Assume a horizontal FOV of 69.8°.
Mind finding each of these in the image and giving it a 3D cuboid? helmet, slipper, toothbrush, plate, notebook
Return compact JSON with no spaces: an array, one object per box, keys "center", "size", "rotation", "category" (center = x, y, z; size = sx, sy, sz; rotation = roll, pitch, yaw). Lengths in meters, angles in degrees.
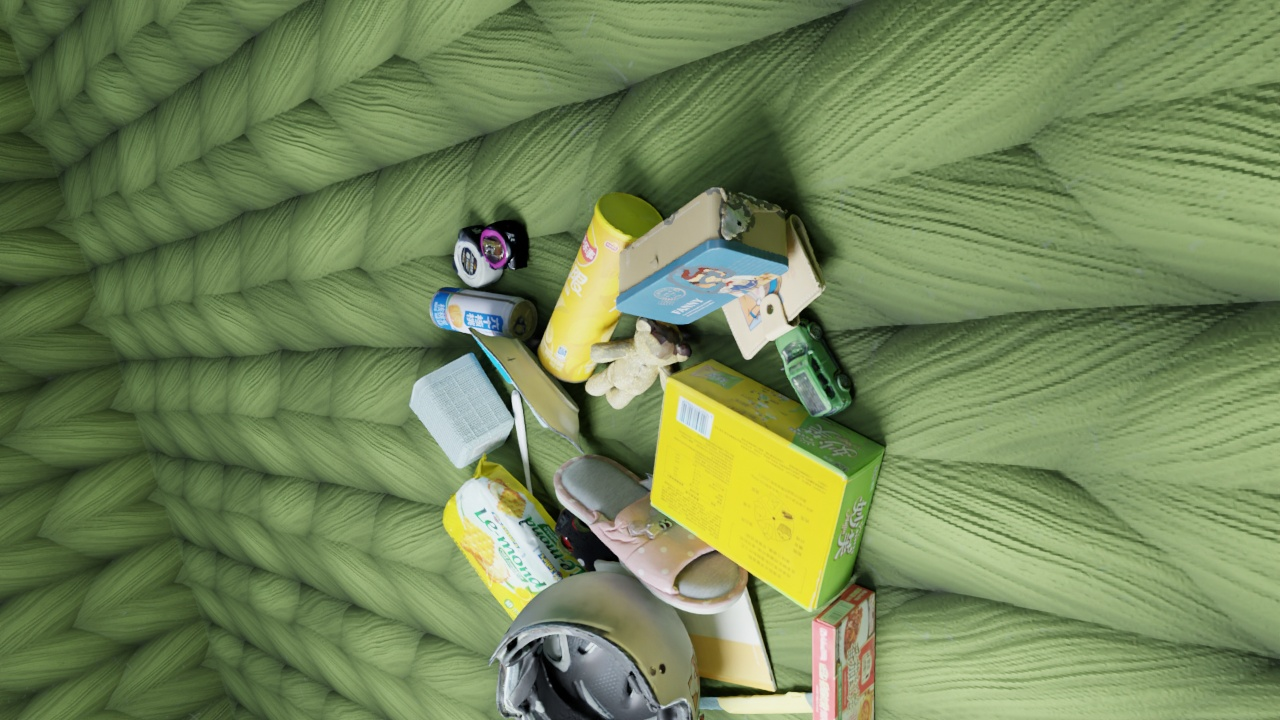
[{"center":[-0.033,0.331,0.998],"size":[0.230,0.156,0.274],"rotation":[5,131,22],"category":"helmet"},{"center":[0.005,0.169,0.979],"size":[0.274,0.114,0.054],"rotation":[34,138,41],"category":"slipper"},{"center":[-0.154,0.124,1.193],"size":[0.016,0.016,0.180],"rotation":[12,115,42],"category":"toothbrush"},{"center":[-0.118,0.026,1.050],"size":[0.164,0.034,0.163],"rotation":[49,179,26],"category":"plate"},{"center":[0.046,0.294,1.031],"size":[0.207,0.010,0.146],"rotation":[-4,111,39],"category":"notebook"}]

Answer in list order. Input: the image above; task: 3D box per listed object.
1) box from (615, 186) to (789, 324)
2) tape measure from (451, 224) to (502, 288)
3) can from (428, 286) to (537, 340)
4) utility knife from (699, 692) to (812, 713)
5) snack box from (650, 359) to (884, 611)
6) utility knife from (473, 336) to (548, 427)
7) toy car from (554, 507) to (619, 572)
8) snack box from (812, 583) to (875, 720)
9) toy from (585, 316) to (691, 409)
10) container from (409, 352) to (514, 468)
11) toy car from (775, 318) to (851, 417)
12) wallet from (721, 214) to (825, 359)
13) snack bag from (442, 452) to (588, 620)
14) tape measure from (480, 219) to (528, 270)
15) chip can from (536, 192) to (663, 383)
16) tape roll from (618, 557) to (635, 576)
[{"center":[0.048,-0.087,0.824],"size":[0.185,0.089,0.062],"rotation":[-31,54,55],"category":"box"},{"center":[-0.199,-0.123,1.124],"size":[0.066,0.033,0.066],"rotation":[49,137,24],"category":"tape measure"},{"center":[-0.191,-0.057,1.117],"size":[0.135,0.053,0.053],"rotation":[10,114,34],"category":"can"},{"center":[0.117,0.380,1.014],"size":[0.217,0.022,0.031],"rotation":[-26,103,42],"category":"utility knife"},{"center":[0.112,0.113,0.872],"size":[0.210,0.069,0.158],"rotation":[28,125,35],"category":"snack box"},{"center":[-0.175,0.000,1.163],"size":[0.218,0.018,0.034],"rotation":[52,136,15],"category":"utility knife"},{"center":[-0.043,0.237,1.104],"size":[0.156,0.041,0.071],"rotation":[45,134,11],"category":"toy car"},{"center":[0.191,0.294,0.861],"size":[0.025,0.075,0.153],"rotation":[13,115,41],"category":"snack box"},{"center":[-0.006,0.006,0.964],"size":[0.105,0.066,0.158],"rotation":[34,142,-10],"category":"toy"},{"center":[-0.228,0.068,1.188],"size":[0.111,0.089,0.090],"rotation":[53,150,11],"category":"container"},{"center":[0.151,0.008,0.814],"size":[0.043,0.036,0.091],"rotation":[-37,75,49],"category":"toy car"},{"center":[0.116,-0.060,0.815],"size":[0.115,0.024,0.087],"rotation":[-45,49,45],"category":"wallet"},{"center":[-0.155,0.248,1.190],"size":[0.246,0.068,0.158],"rotation":[50,138,7],"category":"snack bag"},{"center":[-0.160,-0.135,1.074],"size":[0.058,0.039,0.057],"rotation":[20,120,40],"category":"tape measure"},{"center":[-0.046,-0.072,0.958],"size":[0.072,0.071,0.214],"rotation":[48,135,21],"category":"chip can"},{"center":[0.018,0.208,0.996],"size":[0.086,0.085,0.014],"rotation":[28,126,36],"category":"tape roll"}]
